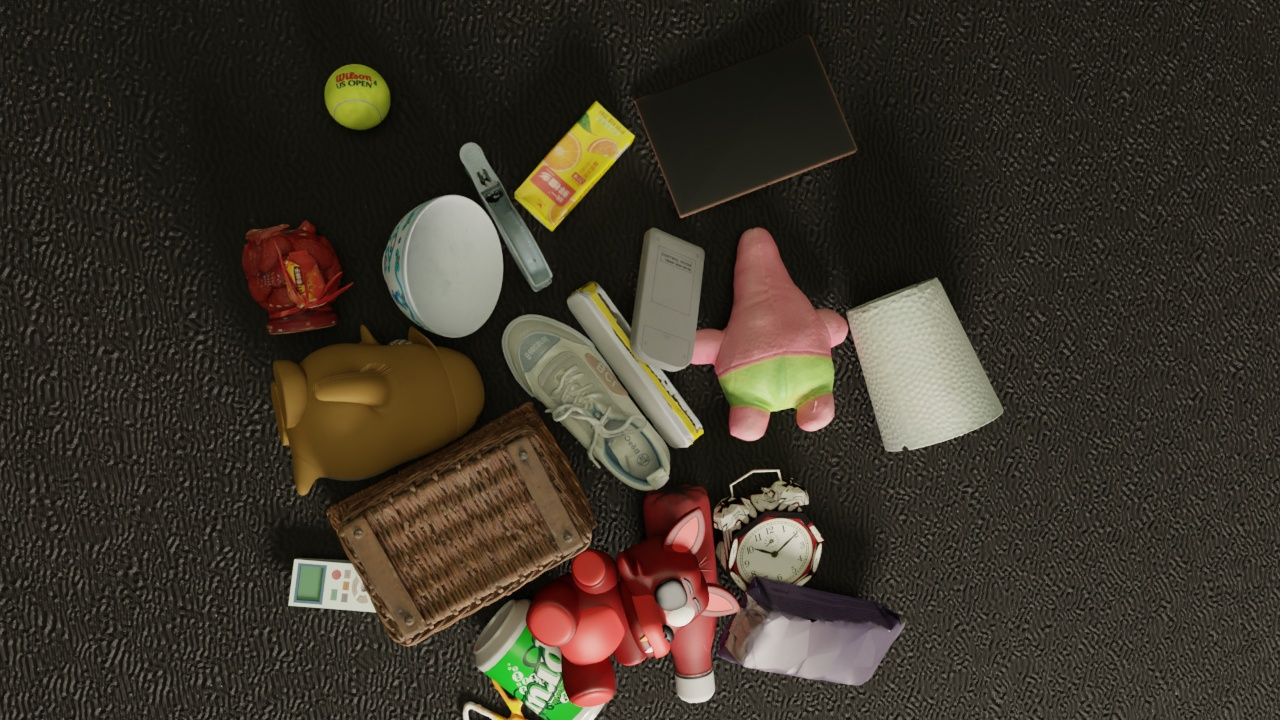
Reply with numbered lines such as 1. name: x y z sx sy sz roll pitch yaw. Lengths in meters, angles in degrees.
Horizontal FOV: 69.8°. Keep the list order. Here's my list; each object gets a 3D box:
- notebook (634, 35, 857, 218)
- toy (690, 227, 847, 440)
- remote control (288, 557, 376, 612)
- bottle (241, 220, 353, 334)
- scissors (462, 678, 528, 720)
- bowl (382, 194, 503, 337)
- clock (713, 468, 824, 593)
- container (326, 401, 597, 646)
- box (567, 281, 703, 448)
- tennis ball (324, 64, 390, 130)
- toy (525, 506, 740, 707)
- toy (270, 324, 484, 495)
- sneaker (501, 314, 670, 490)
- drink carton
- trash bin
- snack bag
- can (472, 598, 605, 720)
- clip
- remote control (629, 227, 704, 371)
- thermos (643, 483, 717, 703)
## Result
1. notebook: 0.116 -0.259 1.013 0.209 0.008 0.141 -21 86 -2
2. toy: 0.140 -0.032 1.011 0.192 0.097 0.236 -6 79 -6
3. remote control: -0.299 0.242 0.988 0.143 0.024 0.049 7 87 -9
4. bottle: -0.349 -0.086 0.932 0.099 0.099 0.111 -8 98 -8
5. scissors: -0.144 0.413 1.025 0.097 0.012 0.133 -31 95 -5
6. bowl: -0.217 -0.097 0.949 0.074 0.143 0.144 5 92 31
7. clock: 0.137 0.186 1.026 0.114 0.065 0.155 -16 110 -7
8. container: -0.172 0.163 0.910 0.249 0.183 0.162 -28 90 -12
9. box: -0.005 0.005 1.001 0.033 0.064 0.209 -39 97 -18
10. tennis ball: -0.291 -0.271 0.946 0.065 0.065 0.065 0 92 -8
11. toy: -0.006 0.246 0.920 0.197 0.120 0.158 -23 118 -2
12. toy: -0.259 0.037 0.931 0.203 0.199 0.162 -11 76 -26
13. sneaker: -0.052 0.045 0.982 0.089 0.091 0.242 -43 97 -4
14. drink carton: -0.073 -0.208 0.992 0.058 0.043 0.134 41 86 -5
15. trash bin: 0.306 0.002 1.016 0.133 0.133 0.161 -21 90 -7
16. snack bag: 0.192 0.307 1.017 0.205 0.058 0.096 16 108 -22
17. can: -0.104 0.328 0.989 0.140 0.088 0.087 41 86 -8
18. clip: -0.144 -0.148 0.989 0.028 0.127 0.167 -28 88 -7
19. remote control: 0.028 -0.064 0.992 0.074 0.019 0.150 19 67 -28
20. thermos: 0.050 0.260 1.015 0.073 0.073 0.240 -7 95 -8
